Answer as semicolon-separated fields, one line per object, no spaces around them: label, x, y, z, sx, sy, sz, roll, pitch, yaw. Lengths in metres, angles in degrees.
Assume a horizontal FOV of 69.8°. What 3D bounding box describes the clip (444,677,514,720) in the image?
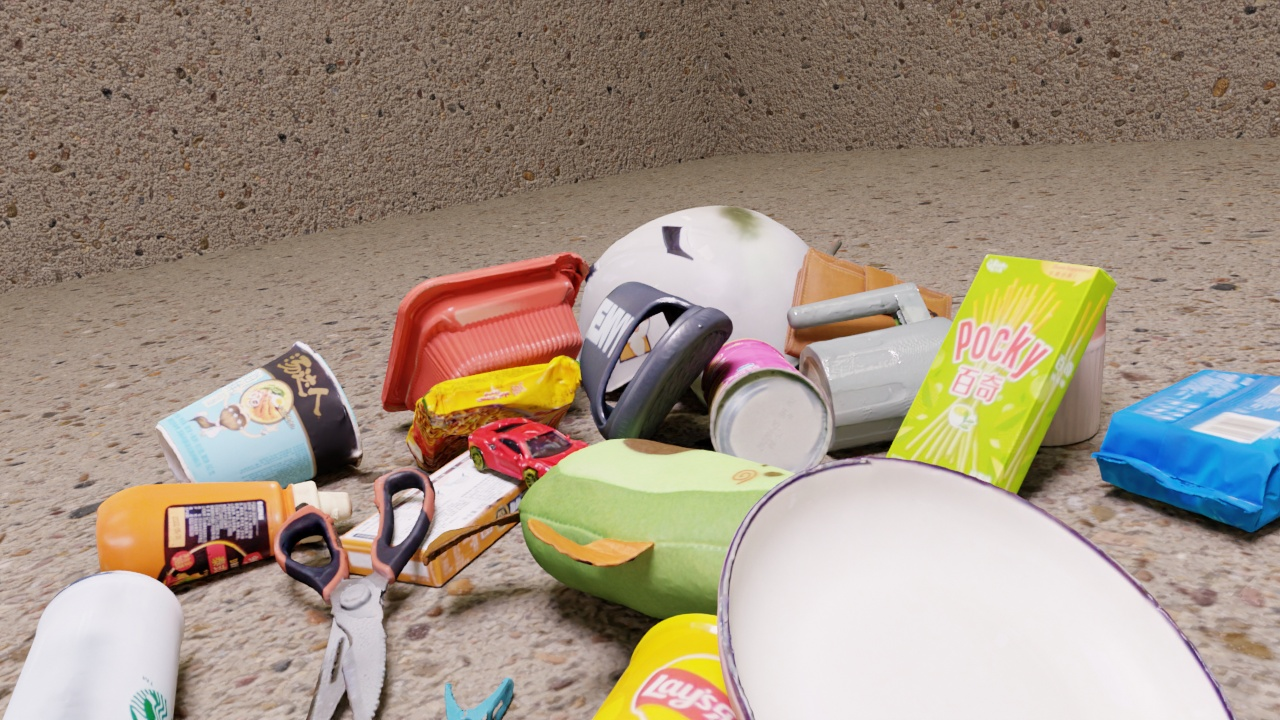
clip;-0.076;0.161;0.408;0.033;0.013;0.054;-8;17;2

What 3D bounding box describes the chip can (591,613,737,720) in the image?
chip can;-0.012;0.162;0.272;0.072;0.072;0.212;1;18;25

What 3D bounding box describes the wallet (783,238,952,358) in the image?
wallet;0.187;-0.033;0.745;0.130;0.035;0.118;18;61;-3

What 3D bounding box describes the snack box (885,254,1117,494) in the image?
snack box;0.221;0.011;0.571;0.026;0.156;0.086;28;-2;-31

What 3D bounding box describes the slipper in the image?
slipper;-0.004;0.004;0.632;0.083;0.110;0.268;36;-2;4

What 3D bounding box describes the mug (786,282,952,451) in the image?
mug;0.171;0.002;0.673;0.103;0.084;0.123;-11;57;-6

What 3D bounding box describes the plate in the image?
plate;0.115;0.117;0.326;0.192;0.039;0.192;11;39;-9

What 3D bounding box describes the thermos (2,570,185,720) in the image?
thermos;-0.223;0.162;0.370;0.073;0.073;0.224;-13;18;-20

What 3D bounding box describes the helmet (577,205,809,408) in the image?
helmet;0.053;-0.065;0.859;0.229;0.157;0.274;-20;21;-39

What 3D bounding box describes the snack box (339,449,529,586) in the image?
snack box;-0.119;0.098;0.614;0.075;0.026;0.153;2;19;26

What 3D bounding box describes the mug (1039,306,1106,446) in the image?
mug;0.276;-0.007;0.659;0.081;0.106;0.114;-11;17;-14

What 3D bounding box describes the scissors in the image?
scissors;-0.165;0.125;0.504;0.206;0.015;0.201;6;32;31

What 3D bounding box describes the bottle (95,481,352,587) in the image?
bottle;-0.264;0.106;0.595;0.149;0.067;0.067;-6;15;-24

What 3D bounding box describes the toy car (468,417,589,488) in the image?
toy car;-0.071;0.061;0.617;0.049;0.031;0.106;-21;25;-39

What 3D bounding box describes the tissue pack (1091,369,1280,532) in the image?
tissue pack;0.350;0.049;0.539;0.156;0.052;0.095;-17;21;-30

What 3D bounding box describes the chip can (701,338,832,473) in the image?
chip can;0.079;0.027;0.617;0.071;0.071;0.210;-6;5;3

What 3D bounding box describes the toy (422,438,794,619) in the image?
toy;0.017;0.087;0.470;0.247;0.090;0.226;2;-1;37

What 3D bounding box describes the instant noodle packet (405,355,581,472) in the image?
instant noodle packet;-0.112;0.042;0.712;0.128;0.044;0.111;-15;-19;-27

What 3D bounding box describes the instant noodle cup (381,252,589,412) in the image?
instant noodle cup;-0.123;-0.004;0.768;0.164;0.189;0.079;-17;65;-30

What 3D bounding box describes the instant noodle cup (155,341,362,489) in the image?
instant noodle cup;-0.292;0.059;0.698;0.120;0.111;0.111;-28;26;-34
